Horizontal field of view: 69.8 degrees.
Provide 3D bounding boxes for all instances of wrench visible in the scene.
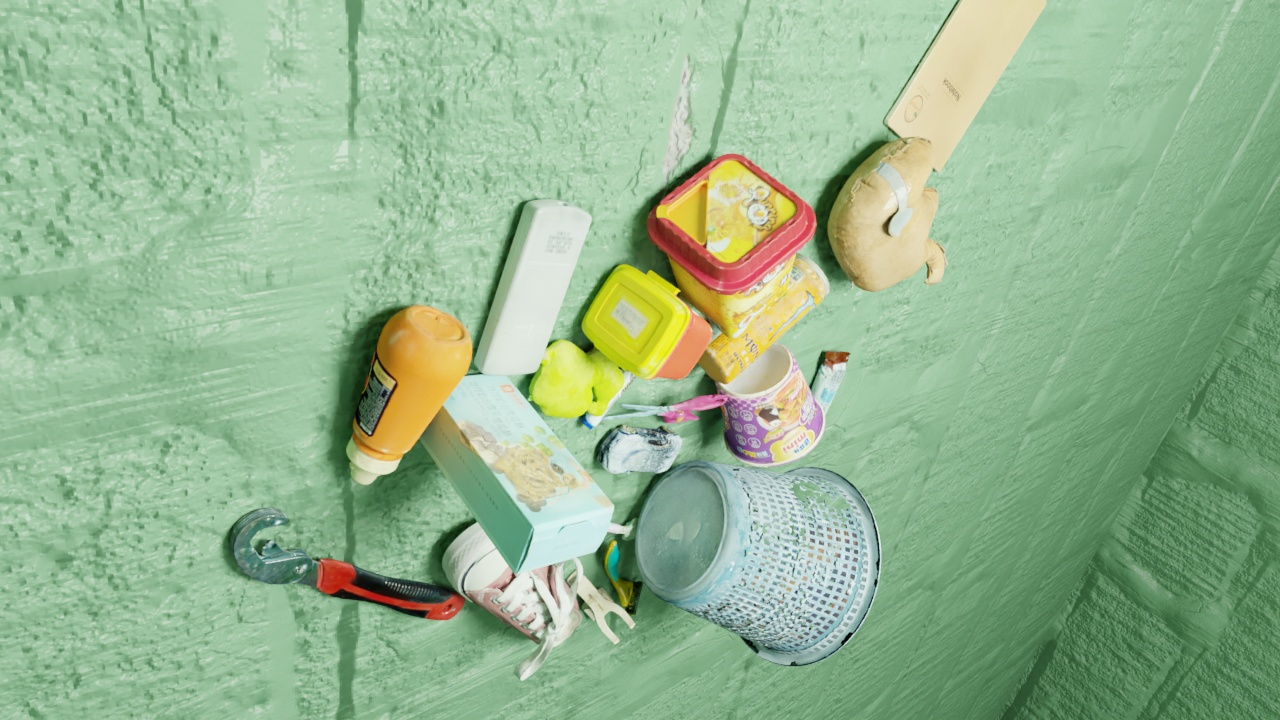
[{"bbox_3d":[-0.239,0.186,0.780,0.056,0.016,0.273,-48,142,-2],"label":"wrench"}]

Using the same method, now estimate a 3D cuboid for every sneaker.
[{"bbox_3d":[-0.106,0.233,0.894,0.118,0.088,0.241,-41,143,-11],"label":"sneaker"}]

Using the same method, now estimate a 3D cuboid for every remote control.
[{"bbox_3d":[-0.087,-0.056,0.726,0.058,0.021,0.150,-1,121,-45],"label":"remote control"}]

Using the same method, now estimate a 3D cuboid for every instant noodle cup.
[{"bbox_3d":[0.130,0.041,0.962,0.111,0.111,0.099,-39,134,-15],"label":"instant noodle cup"},{"bbox_3d":[0.080,-0.093,0.799,0.116,0.116,0.124,-39,153,-15],"label":"instant noodle cup"}]

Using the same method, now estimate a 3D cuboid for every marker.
[{"bbox_3d":[-0.005,0.005,0.863,0.146,0.017,0.017,-50,143,0],"label":"marker"}]

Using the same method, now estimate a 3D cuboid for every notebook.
[{"bbox_3d":[0.341,-0.312,0.955,0.147,0.008,0.208,17,108,-50],"label":"notebook"}]

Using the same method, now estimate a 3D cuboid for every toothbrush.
[{"bbox_3d":[-0.060,0.164,0.941,0.189,0.020,0.029,23,99,-50],"label":"toothbrush"}]

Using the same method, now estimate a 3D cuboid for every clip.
[{"bbox_3d":[-0.041,0.276,1.016,0.035,0.095,0.102,-40,152,-13],"label":"clip"}]

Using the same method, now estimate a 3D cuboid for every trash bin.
[{"bbox_3d":[0.111,0.202,0.994,0.195,0.226,0.227,24,103,-37],"label":"trash bin"}]

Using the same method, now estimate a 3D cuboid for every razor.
[{"bbox_3d":[-0.023,0.238,1.030,0.133,0.028,0.043,75,28,-48],"label":"razor"}]

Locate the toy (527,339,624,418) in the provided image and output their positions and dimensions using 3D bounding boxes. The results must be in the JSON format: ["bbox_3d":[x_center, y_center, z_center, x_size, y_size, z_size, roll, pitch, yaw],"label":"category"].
[{"bbox_3d":[-0.055,0.019,0.811,0.100,0.031,0.097,-33,129,-30],"label":"toy"}]

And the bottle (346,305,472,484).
[{"bbox_3d":[-0.179,0.033,0.680,0.066,0.067,0.150,6,124,-47],"label":"bottle"}]

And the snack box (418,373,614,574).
[{"bbox_3d":[-0.101,0.079,0.700,0.074,0.175,0.052,-8,132,-41],"label":"snack box"}]

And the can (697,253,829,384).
[{"bbox_3d":[0.118,-0.042,0.914,0.146,0.058,0.058,-40,142,-12],"label":"can"}]

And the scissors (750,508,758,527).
[{"bbox_3d":[0.100,0.181,1.124,0.132,0.014,0.176,-31,136,-22],"label":"scissors"}]

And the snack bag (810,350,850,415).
[{"bbox_3d":[0.222,0.035,1.109,0.045,0.026,0.105,2,119,-36],"label":"snack bag"}]

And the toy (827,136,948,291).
[{"bbox_3d":[0.268,-0.133,0.972,0.143,0.082,0.226,-40,145,1],"label":"toy"}]

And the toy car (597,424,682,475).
[{"bbox_3d":[0.002,0.093,0.932,0.105,0.031,0.049,7,115,-47],"label":"toy car"}]

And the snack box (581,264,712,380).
[{"bbox_3d":[0.011,-0.030,0.793,0.082,0.091,0.080,-57,149,10],"label":"snack box"}]

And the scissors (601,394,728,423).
[{"bbox_3d":[0.029,0.046,0.899,0.108,0.017,0.135,-22,160,32],"label":"scissors"}]
